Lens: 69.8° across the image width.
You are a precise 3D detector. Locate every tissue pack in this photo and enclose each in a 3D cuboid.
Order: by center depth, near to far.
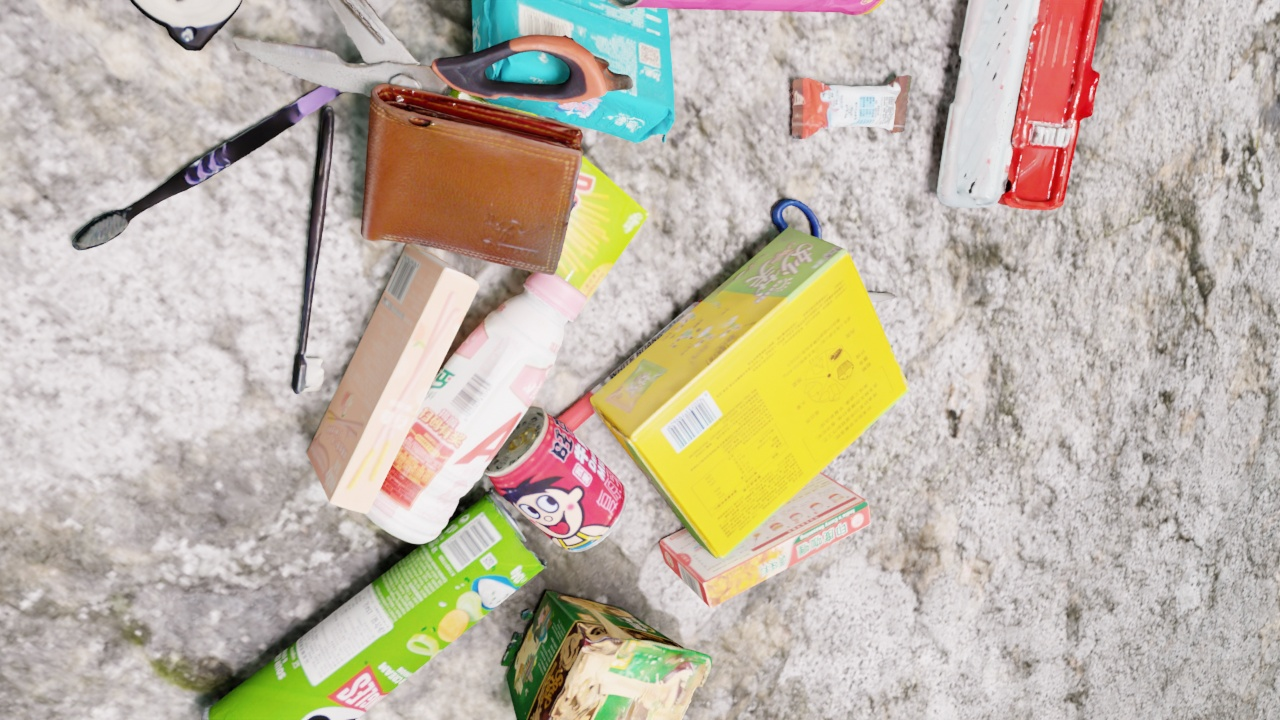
[{"bbox_3d":[-0.038,-0.194,0.573,0.133,0.050,0.093,10,65,-27],"label":"tissue pack"}]

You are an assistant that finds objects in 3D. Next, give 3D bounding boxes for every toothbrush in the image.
[{"bbox_3d":[-0.244,-0.118,0.534,0.188,0.017,0.014,-37,117,-14],"label":"toothbrush"},{"bbox_3d":[-0.200,-0.066,0.571,0.018,0.016,0.181,1,106,-33],"label":"toothbrush"}]

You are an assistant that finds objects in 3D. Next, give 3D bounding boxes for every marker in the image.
[{"bbox_3d":[-0.004,0.004,0.689,0.145,0.017,0.017,-40,119,-10],"label":"marker"}]

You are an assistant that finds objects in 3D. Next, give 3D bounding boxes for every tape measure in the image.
[{"bbox_3d":[-0.247,-0.210,0.493,0.065,0.033,0.066,40,86,-32],"label":"tape measure"}]

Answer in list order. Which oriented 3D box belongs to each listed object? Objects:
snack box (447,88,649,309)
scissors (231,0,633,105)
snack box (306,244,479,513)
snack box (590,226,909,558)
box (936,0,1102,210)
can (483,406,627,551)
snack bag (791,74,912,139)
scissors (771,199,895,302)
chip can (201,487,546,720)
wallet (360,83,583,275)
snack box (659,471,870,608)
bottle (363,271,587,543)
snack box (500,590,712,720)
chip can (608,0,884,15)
[{"bbox_3d":[-0.075,-0.112,0.613,0.156,0.026,0.086,37,88,-30],"label":"snack box"},{"bbox_3d":[-0.116,-0.146,0.526,0.225,0.015,0.189,4,134,-1],"label":"scissors"},{"bbox_3d":[-0.158,0.008,0.575,0.026,0.084,0.157,24,94,-33],"label":"snack box"},{"bbox_3d":[0.088,0.026,0.698,0.210,0.070,0.158,-41,126,-8],"label":"snack box"},{"bbox_3d":[0.315,-0.228,0.765,0.158,0.039,0.201,-2,107,-25],"label":"box"},{"bbox_3d":[-0.062,0.084,0.655,0.066,0.066,0.094,-46,119,-8],"label":"can"},{"bbox_3d":[0.163,-0.195,0.705,0.104,0.026,0.048,-12,116,-24],"label":"snack bag"},{"bbox_3d":[0.139,-0.056,0.745,0.162,0.012,0.174,-26,116,-19],"label":"scissors"},{"bbox_3d":[-0.176,0.188,0.628,0.235,0.072,0.072,-38,118,-12],"label":"chip can"},{"bbox_3d":[-0.100,-0.100,0.537,0.124,0.032,0.101,11,137,-7],"label":"wallet"},{"bbox_3d":[0.101,0.140,0.747,0.155,0.077,0.027,-22,114,-19],"label":"snack box"},{"bbox_3d":[-0.109,0.026,0.607,0.068,0.068,0.197,36,91,-30],"label":"bottle"},{"bbox_3d":[-0.034,0.239,0.695,0.117,0.106,0.118,24,95,-32],"label":"snack box"},{"bbox_3d":[0.074,-0.262,0.593,0.210,0.071,0.071,-14,111,-34],"label":"chip can"}]
